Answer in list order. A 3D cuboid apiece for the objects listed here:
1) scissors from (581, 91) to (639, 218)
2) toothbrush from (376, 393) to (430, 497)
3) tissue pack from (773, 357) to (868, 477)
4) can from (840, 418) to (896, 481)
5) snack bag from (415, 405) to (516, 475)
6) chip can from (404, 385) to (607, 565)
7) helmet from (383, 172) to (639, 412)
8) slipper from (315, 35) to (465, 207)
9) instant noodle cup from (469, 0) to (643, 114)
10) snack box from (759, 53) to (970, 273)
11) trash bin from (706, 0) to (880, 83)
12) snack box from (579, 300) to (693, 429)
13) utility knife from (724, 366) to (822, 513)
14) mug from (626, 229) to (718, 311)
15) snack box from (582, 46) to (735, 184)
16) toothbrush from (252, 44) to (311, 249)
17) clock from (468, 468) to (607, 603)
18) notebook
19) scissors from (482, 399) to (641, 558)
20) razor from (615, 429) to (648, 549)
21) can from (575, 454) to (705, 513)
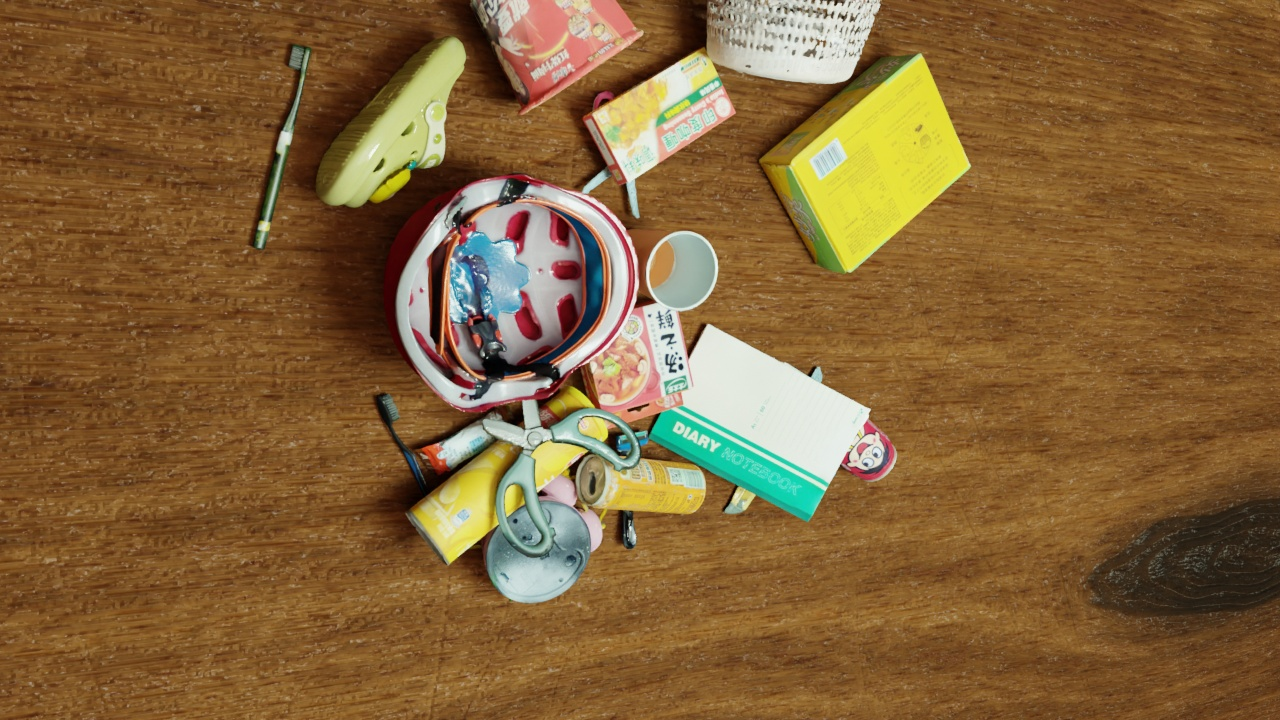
[{"bbox_3d":[-0.010,-0.216,0.959,0.135,0.017,0.133,-19,107,-25],"label":"scissors"},{"bbox_3d":[-0.229,0.116,0.948,0.016,0.014,0.189,-39,120,-38],"label":"toothbrush"},{"bbox_3d":[0.189,0.067,1.084,0.140,0.063,0.090,30,90,1],"label":"tissue pack"},{"bbox_3d":[0.270,0.104,1.150,0.094,0.066,0.066,39,85,-29],"label":"can"},{"bbox_3d":[-0.178,0.083,0.954,0.104,0.026,0.048,-32,139,-15],"label":"snack bag"},{"bbox_3d":[-0.135,0.115,0.943,0.213,0.072,0.072,-38,116,-21],"label":"chip can"},{"bbox_3d":[-0.135,-0.072,0.871,0.239,0.144,0.207,-17,110,-33],"label":"helmet"},{"bbox_3d":[-0.210,-0.205,0.829,0.081,0.092,0.190,41,81,-30],"label":"slipper"},{"bbox_3d":[-0.084,-0.308,0.840,0.137,0.138,0.108,-38,108,-12],"label":"instant noodle cup"},{"bbox_3d":[0.260,-0.226,1.055,0.210,0.070,0.158,-41,117,-11],"label":"snack box"},{"bbox_3d":[0.153,-0.382,0.897,0.227,0.227,0.192,-4,118,-24],"label":"trash bin"},{"bbox_3d":[-0.006,0.006,0.995,0.113,0.044,0.127,-17,100,-21],"label":"snack box"},{"bbox_3d":[0.167,0.101,1.134,0.031,0.022,0.213,33,84,-35],"label":"utility knife"},{"bbox_3d":[0.015,-0.099,0.943,0.078,0.123,0.078,-6,105,-24],"label":"mug"},{"bbox_3d":[0.021,-0.252,0.943,0.155,0.027,0.077,-37,110,-22],"label":"snack box"},{"bbox_3d":[-0.324,-0.190,0.821,0.017,0.012,0.186,14,98,-22],"label":"toothbrush"},{"bbox_3d":[-0.103,0.186,1.001,0.158,0.060,0.117,-37,115,-11],"label":"clock"},{"bbox_3d":[0.134,0.072,1.048,0.209,0.012,0.150,28,94,2],"label":"notebook"},{"bbox_3d":[-0.085,0.116,0.914,0.170,0.019,0.179,17,80,-21],"label":"scissors"},{"bbox_3d":[-0.014,0.149,1.053,0.042,0.022,0.143,-9,106,-34],"label":"razor"},{"bbox_3d":[0.002,0.137,1.010,0.145,0.058,0.058,12,98,-39],"label":"can"}]
